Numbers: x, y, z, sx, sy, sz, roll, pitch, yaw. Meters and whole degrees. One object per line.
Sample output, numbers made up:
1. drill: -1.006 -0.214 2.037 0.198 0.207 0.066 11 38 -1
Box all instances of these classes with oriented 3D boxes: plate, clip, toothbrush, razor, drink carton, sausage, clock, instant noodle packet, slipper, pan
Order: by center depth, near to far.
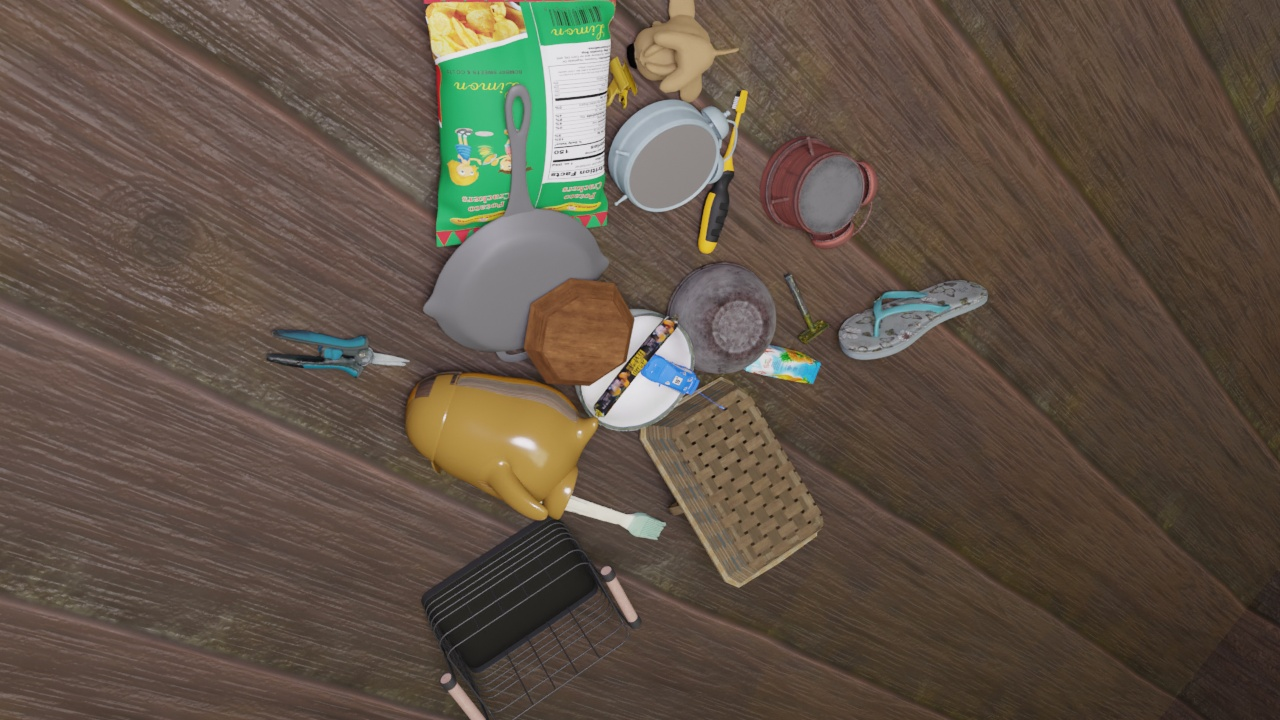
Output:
1. instant noodle packet: -0.118 -0.246 0.934 0.195 0.090 0.253 -11 122 -25
2. pan: -0.123 -0.122 0.962 0.216 0.024 0.355 -17 139 -22
3. clip: -0.029 -0.296 0.994 0.039 0.053 0.048 0 142 -28
4. plate: -0.064 -0.027 1.022 0.131 0.025 0.131 -7 112 -18
5. clock: 0.039 -0.230 1.031 0.159 0.045 0.123 -19 142 -18
6. sausage: -0.006 0.006 1.069 0.020 0.020 0.155 38 92 -36
7. toothbrush: 0.101 -0.224 1.103 0.031 0.031 0.197 -3 112 -44
8. clock: 0.230 -0.209 1.153 0.157 0.072 0.120 23 100 -34
9. razor: 0.219 -0.075 1.244 0.042 0.026 0.106 -35 121 -7
10. drink carton: 0.185 0.002 1.247 0.128 0.044 0.039 11 106 -33
11. slipper: 0.378 -0.077 1.289 0.268 0.098 0.055 -24 123 -28

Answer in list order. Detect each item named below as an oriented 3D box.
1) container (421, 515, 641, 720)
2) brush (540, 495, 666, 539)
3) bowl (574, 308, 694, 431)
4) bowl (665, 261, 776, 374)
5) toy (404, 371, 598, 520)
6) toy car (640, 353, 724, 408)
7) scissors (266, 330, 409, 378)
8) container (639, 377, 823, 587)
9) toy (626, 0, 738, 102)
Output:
1. container: -0.142 0.334 1.173 0.241 0.130 0.163 -32 124 -12
2. brush: -0.054 0.204 1.234 0.217 0.012 0.033 24 100 -33
3. bowl: -0.017 0.004 1.120 0.153 0.073 0.154 -11 117 -23
4. bowl: 0.110 -0.047 1.144 0.145 0.067 0.145 -3 102 -14
5. toy: -0.168 0.087 1.036 0.203 0.198 0.163 20 125 -10
6. toy car: 0.051 0.029 1.085 0.092 0.062 0.033 23 100 -35
7. scissors: -0.322 -0.012 0.980 0.129 0.019 0.137 -35 127 -11
8. container: 0.117 0.159 1.216 0.157 0.186 0.250 -30 87 -13
9. toy: 0.041 -0.329 0.978 0.105 0.108 0.134 -12 119 -5
